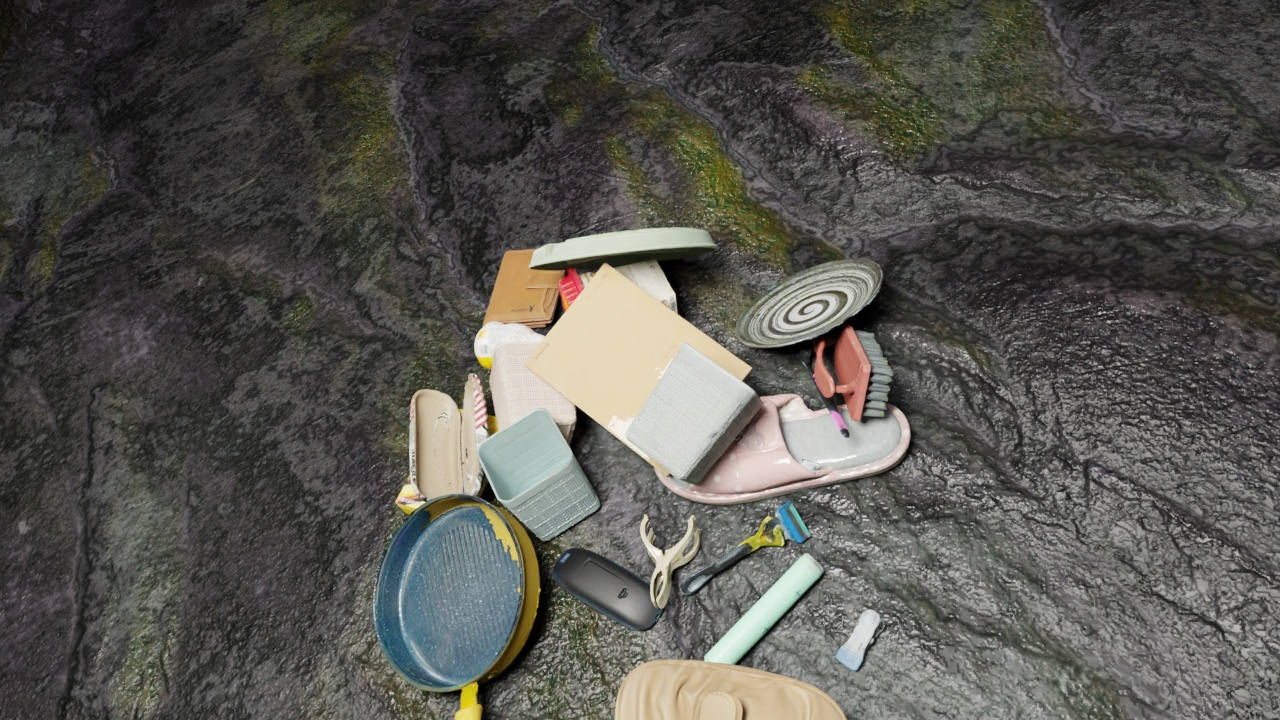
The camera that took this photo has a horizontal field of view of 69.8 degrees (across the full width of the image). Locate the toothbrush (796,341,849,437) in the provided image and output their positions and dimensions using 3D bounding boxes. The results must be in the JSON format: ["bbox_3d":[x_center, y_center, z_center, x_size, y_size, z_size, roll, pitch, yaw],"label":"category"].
[{"bbox_3d":[0.194,0.027,0.979,0.014,0.018,0.189,7,27,-10],"label":"toothbrush"}]

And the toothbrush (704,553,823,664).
[{"bbox_3d":[0.091,0.269,0.870,0.224,0.027,0.026,-42,47,-13],"label":"toothbrush"}]

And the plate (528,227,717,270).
[{"bbox_3d":[-0.022,-0.134,1.115,0.230,0.229,0.027,-6,93,17],"label":"plate"}]

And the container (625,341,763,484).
[{"bbox_3d":[0.053,0.058,0.934,0.090,0.090,0.114,36,89,19],"label":"container"}]

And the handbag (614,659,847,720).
[{"bbox_3d":[0.073,0.333,0.774,0.205,0.100,0.147,3,64,19],"label":"handbag"}]

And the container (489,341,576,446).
[{"bbox_3d":[-0.124,0.048,1.069,0.090,0.090,0.110,-1,51,-16],"label":"container"}]

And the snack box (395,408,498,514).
[{"bbox_3d":[-0.220,0.126,1.098,0.087,0.034,0.140,10,57,26],"label":"snack box"}]

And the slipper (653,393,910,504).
[{"bbox_3d":[0.143,0.088,0.969,0.275,0.054,0.114,-8,52,15],"label":"slipper"}]

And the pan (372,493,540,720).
[{"bbox_3d":[-0.177,0.300,0.901,0.198,0.078,0.357,-31,61,19],"label":"pan"}]

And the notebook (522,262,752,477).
[{"bbox_3d":[-0.006,0.006,1.012,0.211,0.012,0.149,37,86,18],"label":"notebook"}]

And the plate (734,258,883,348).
[{"bbox_3d":[0.193,-0.060,1.050,0.180,0.024,0.179,-24,24,12],"label":"plate"}]

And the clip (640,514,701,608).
[{"bbox_3d":[0.035,0.197,0.936,0.098,0.035,0.099,-22,42,-3],"label":"clip"}]

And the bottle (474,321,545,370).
[{"bbox_3d":[-0.154,-0.015,1.158,0.108,0.063,0.063,7,57,26],"label":"bottle"}]

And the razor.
[{"bbox_3d":[0.101,0.195,0.927,0.143,0.022,0.042,-32,93,0],"label":"razor"}]

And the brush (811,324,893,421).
[{"bbox_3d":[0.218,0.004,0.973,0.069,0.063,0.145,6,25,1],"label":"brush"}]

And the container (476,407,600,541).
[{"bbox_3d":[-0.106,0.128,0.998,0.090,0.111,0.090,-32,49,-4],"label":"container"}]

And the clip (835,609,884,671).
[{"bbox_3d":[0.202,0.256,0.840,0.024,0.028,0.057,31,80,38],"label":"clip"}]

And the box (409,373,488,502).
[{"bbox_3d":[-0.221,0.088,1.054,0.085,0.075,0.161,2,50,-19],"label":"box"}]

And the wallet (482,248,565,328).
[{"bbox_3d":[-0.146,-0.098,1.242,0.119,0.035,0.130,-6,53,24],"label":"wallet"}]

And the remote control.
[{"bbox_3d":[-0.038,0.232,0.949,0.136,0.024,0.053,21,62,33],"label":"remote control"}]

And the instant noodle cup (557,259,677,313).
[{"bbox_3d":[-0.024,-0.058,1.117,0.124,0.116,0.116,-18,49,-9],"label":"instant noodle cup"}]
